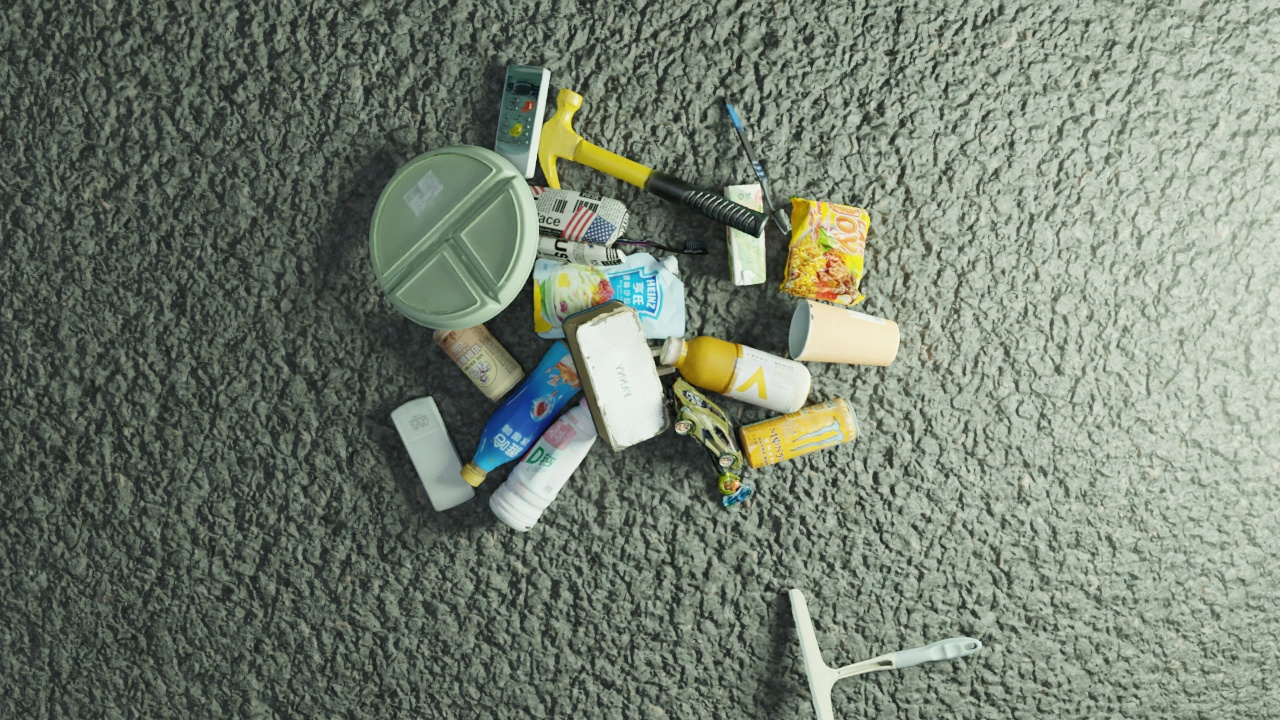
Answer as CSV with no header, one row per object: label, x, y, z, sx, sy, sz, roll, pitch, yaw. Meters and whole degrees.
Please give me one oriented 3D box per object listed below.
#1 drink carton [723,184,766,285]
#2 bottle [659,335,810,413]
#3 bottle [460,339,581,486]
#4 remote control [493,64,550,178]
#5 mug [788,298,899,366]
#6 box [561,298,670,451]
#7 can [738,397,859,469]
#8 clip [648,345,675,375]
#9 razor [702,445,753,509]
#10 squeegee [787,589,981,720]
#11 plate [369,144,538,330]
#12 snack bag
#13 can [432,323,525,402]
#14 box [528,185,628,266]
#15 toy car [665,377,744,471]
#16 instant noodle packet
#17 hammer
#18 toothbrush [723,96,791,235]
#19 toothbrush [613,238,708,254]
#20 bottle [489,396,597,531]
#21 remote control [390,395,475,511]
drink carton,0.132,-0.158,1.148,0.045,0.053,0.122,-6,99,-1
bottle,0.118,0.013,1.156,0.189,0.068,0.068,17,97,-10
bottle,-0.149,0.071,1.169,0.065,0.065,0.219,42,96,-7
remote control,-0.148,-0.293,1.127,0.056,0.019,0.135,15,98,25
mug,0.259,-0.031,1.162,0.122,0.078,0.078,8,98,-8
box,-0.030,0.012,1.113,0.089,0.062,0.184,-19,105,-15
can,0.203,0.094,1.184,0.146,0.058,0.058,-16,98,1
clip,-0.007,0.006,1.176,0.100,0.072,0.035,-12,99,-5
razor,0.098,0.128,1.205,0.042,0.022,0.143,-30,98,1
squeegee,0.340,0.409,1.244,0.246,0.039,0.246,-11,81,-6
plate,-0.232,-0.151,1.111,0.230,0.027,0.230,-1,87,17
snack bag,-0.039,-0.081,1.159,0.191,0.039,0.110,-1,76,0
can,-0.204,-0.008,1.158,0.058,0.058,0.116,-41,97,4
box,-0.093,-0.165,1.122,0.162,0.075,0.086,12,90,13
toy car,0.085,0.081,1.153,0.042,0.070,0.158,-35,126,20
instant noodle packet,0.233,-0.139,1.146,0.110,0.044,0.128,10,78,-6
hammer,0.012,-0.219,1.116,0.301,0.032,0.129,24,103,9
toothbrush,0.145,-0.244,1.139,0.014,0.016,0.189,-21,86,-36
toothbrush,-0.007,-0.152,1.166,0.189,0.014,0.018,7,88,-2
bottle,-0.110,0.126,1.176,0.068,0.068,0.197,39,95,-6
remote control,-0.269,0.120,1.194,0.058,0.021,0.150,-22,98,2
